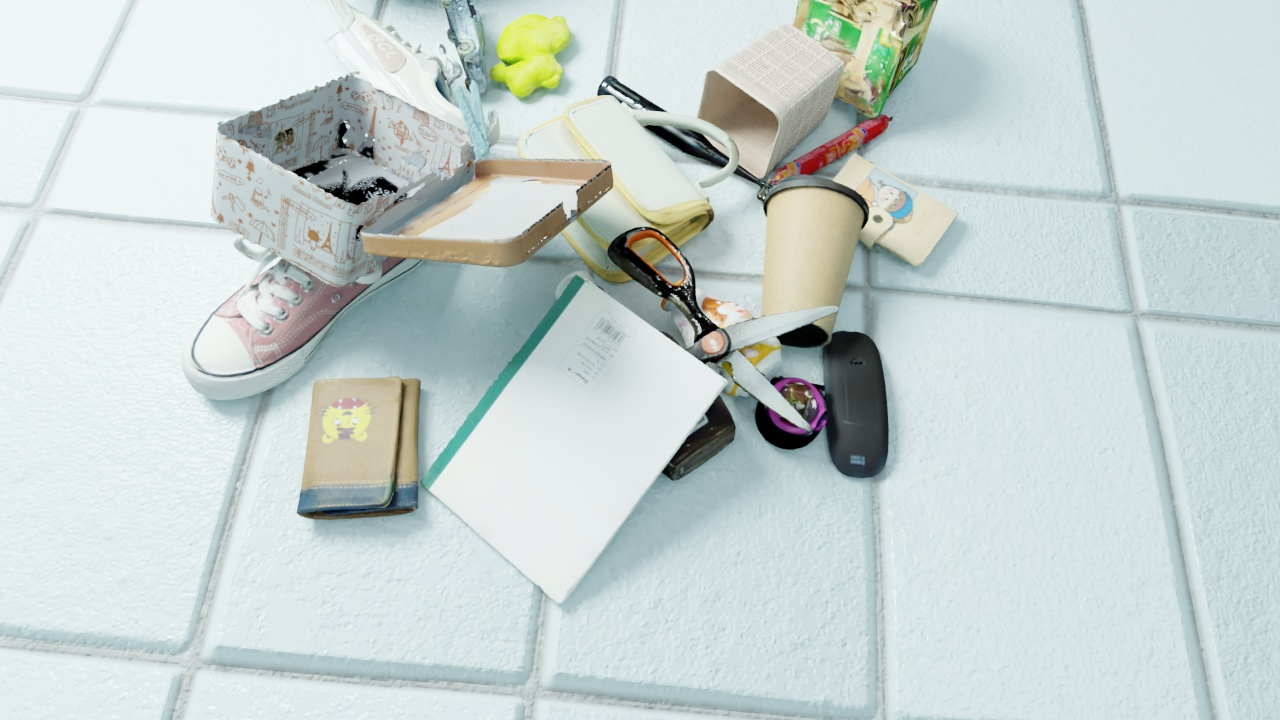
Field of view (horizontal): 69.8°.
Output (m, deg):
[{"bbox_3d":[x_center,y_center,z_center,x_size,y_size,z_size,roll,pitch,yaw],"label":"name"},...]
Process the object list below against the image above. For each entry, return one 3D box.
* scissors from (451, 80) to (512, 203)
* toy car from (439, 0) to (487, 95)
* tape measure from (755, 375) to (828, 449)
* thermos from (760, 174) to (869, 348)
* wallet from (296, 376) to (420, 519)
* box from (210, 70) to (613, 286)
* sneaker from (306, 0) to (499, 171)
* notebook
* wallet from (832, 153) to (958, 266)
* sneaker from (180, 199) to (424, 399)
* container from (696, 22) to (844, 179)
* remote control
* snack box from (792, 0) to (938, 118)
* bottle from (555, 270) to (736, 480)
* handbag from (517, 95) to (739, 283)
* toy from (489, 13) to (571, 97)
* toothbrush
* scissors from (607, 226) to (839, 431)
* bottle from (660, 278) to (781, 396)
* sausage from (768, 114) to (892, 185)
[{"bbox_3d":[-0.148,-0.180,0.817,0.073,0.017,0.137,-25,110,-11],"label":"scissors"},{"bbox_3d":[-0.171,-0.319,0.910,0.036,0.054,0.120,-14,65,-8],"label":"toy car"},{"bbox_3d":[0.123,0.042,0.749,0.057,0.039,0.057,12,63,3],"label":"tape measure"},{"bbox_3d":[0.144,-0.087,0.795,0.093,0.093,0.143,12,71,3],"label":"thermos"},{"bbox_3d":[-0.219,0.067,0.725,0.090,0.033,0.115,-3,60,-3],"label":"wallet"},{"bbox_3d":[-0.171,-0.131,0.712,0.259,0.111,0.178,26,36,7],"label":"box"},{"bbox_3d":[-0.221,-0.274,0.862,0.090,0.089,0.242,-39,74,-4],"label":"sneaker"},{"bbox_3d":[-0.054,0.056,0.705,0.150,0.012,0.209,37,90,15],"label":"notebook"},{"bbox_3d":[0.228,-0.139,0.858,0.115,0.024,0.087,35,61,13],"label":"wallet"},{"bbox_3d":[-0.276,-0.067,0.757,0.118,0.088,0.240,42,67,17],"label":"sneaker"},{"bbox_3d":[0.125,-0.251,0.873,0.090,0.090,0.110,41,65,16],"label":"container"},{"bbox_3d":[0.180,0.031,0.766,0.053,0.024,0.136,3,63,-1],"label":"remote control"},{"bbox_3d":[0.228,-0.325,0.906,0.118,0.118,0.105,37,52,24],"label":"snack box"},{"bbox_3d":[-0.005,0.004,0.760,0.079,0.044,0.195,-34,68,-10],"label":"bottle"},{"bbox_3d":[-0.003,-0.178,0.835,0.178,0.063,0.163,-34,71,-13],"label":"handbag"},{"bbox_3d":[-0.111,-0.311,0.923,0.096,0.031,0.100,-21,66,-11],"label":"toy"},{"bbox_3d":[0.047,-0.210,0.883,0.212,0.026,0.027,36,78,14],"label":"toothbrush"},{"bbox_3d":[0.037,-0.017,0.723,0.221,0.022,0.234,-33,67,-1],"label":"scissors"},{"bbox_3d":[0.065,-0.021,0.765,0.063,0.063,0.108,-38,71,-20],"label":"bottle"},{"bbox_3d":[0.186,-0.204,0.890,0.155,0.020,0.020,-31,68,-17],"label":"sausage"}]
